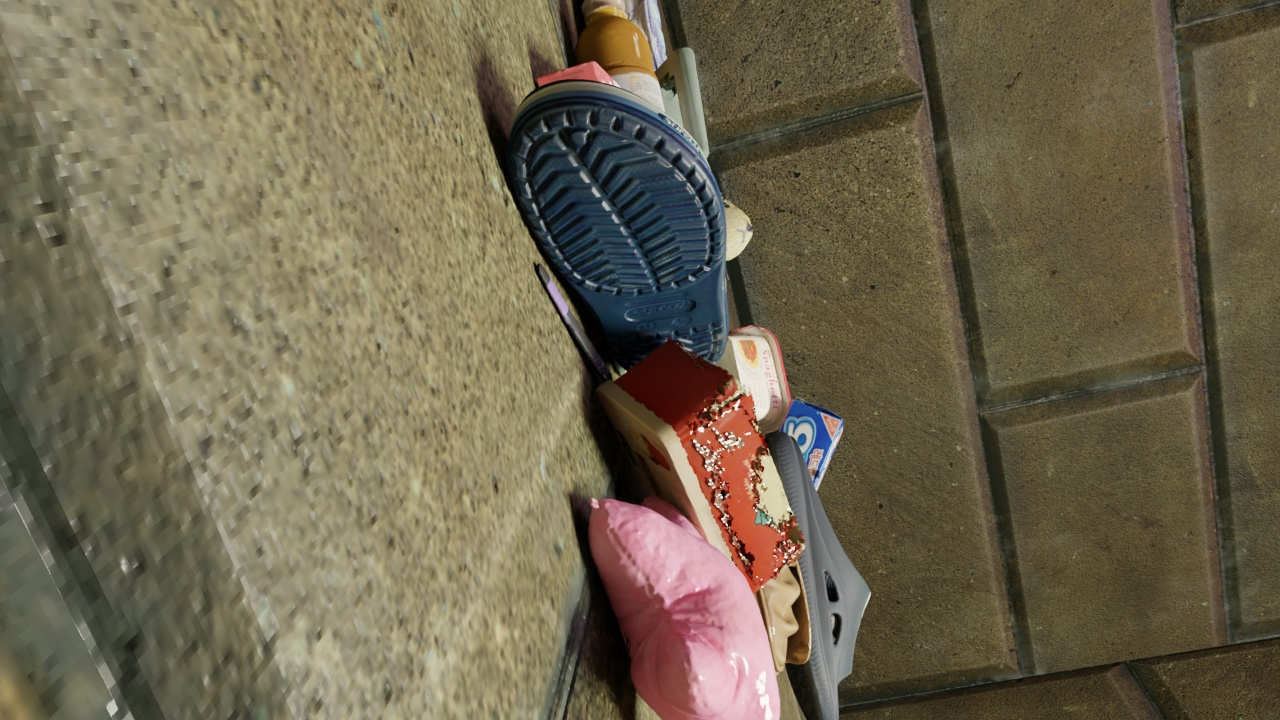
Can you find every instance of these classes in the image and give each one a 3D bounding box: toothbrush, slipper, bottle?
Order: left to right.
[{"bbox_3d":[-0.026,-0.001,0.569,0.189,0.017,0.014,63,17,-52],"label":"toothbrush"},{"bbox_3d":[-0.016,-0.218,0.767,0.068,0.068,0.189,47,32,-73],"label":"bottle"},{"bbox_3d":[0.002,-0.080,0.563,0.253,0.105,0.095,64,15,-54],"label":"slipper"},{"bbox_3d":[0.164,0.193,0.817,0.111,0.083,0.268,90,-7,-78],"label":"slipper"}]

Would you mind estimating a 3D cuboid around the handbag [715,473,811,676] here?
[{"bbox_3d":[0.080,0.153,0.735,0.148,0.100,0.204,56,23,-57],"label":"handbag"}]

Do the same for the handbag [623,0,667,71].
[{"bbox_3d":[-0.018,-0.341,0.922,0.134,0.075,0.193,69,13,-63],"label":"handbag"}]

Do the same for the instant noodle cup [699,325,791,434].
[{"bbox_3d":[0.083,0.024,0.940,0.124,0.117,0.116,8,69,-68],"label":"instant noodle cup"}]

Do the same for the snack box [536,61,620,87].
[{"bbox_3d":[-0.027,-0.138,0.660,0.113,0.044,0.127,-51,128,-79],"label":"snack box"}]

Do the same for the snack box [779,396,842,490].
[{"bbox_3d":[0.139,0.143,0.915,0.207,0.057,0.058,-65,162,-8],"label":"snack box"}]

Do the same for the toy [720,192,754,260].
[{"bbox_3d":[0.038,-0.073,0.716,0.156,0.066,0.105,-53,128,-37],"label":"toy"}]

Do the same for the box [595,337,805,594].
[{"bbox_3d":[0.049,0.070,0.595,0.091,0.079,0.168,34,-25,51],"label":"box"}]

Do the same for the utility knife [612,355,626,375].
[{"bbox_3d":[-0.004,0.004,0.715,0.151,0.018,0.031,48,36,-81],"label":"utility knife"}]

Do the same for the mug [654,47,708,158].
[{"bbox_3d":[0.017,-0.201,0.824,0.124,0.083,0.103,-31,-117,56],"label":"mug"}]

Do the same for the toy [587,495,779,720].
[{"bbox_3d":[0.023,0.135,0.499,0.178,0.074,0.194,58,4,-20],"label":"toy"}]
